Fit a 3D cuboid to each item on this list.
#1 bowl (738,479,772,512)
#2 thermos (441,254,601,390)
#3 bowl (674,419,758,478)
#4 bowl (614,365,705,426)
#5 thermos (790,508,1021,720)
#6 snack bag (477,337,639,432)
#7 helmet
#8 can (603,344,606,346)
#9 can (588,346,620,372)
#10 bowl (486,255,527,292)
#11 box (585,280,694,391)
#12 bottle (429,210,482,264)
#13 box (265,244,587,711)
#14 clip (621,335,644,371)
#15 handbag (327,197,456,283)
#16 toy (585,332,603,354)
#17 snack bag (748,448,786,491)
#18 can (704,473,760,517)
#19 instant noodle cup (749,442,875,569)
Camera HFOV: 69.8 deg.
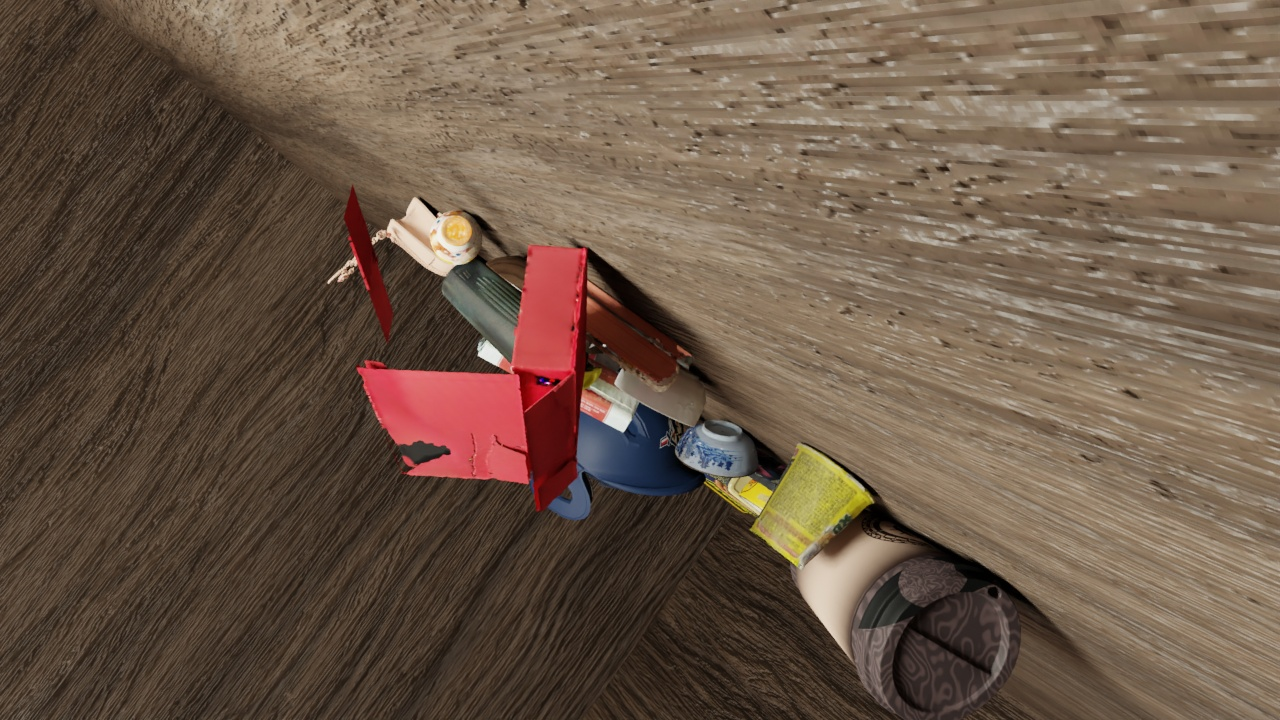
[{"bbox_3d":[0.212,0.209,1.363,0.117,0.067,0.117,37,174,4],"label":"bowl"},{"bbox_3d":[-0.154,-0.041,1.164,0.221,0.098,0.098,42,176,15],"label":"thermos"},{"bbox_3d":[0.104,0.109,1.213,0.114,0.045,0.114,8,-162,-3],"label":"bowl"},{"bbox_3d":[0.027,0.027,1.038,0.105,0.054,0.105,27,-176,-2],"label":"bowl"},{"bbox_3d":[0.271,0.259,0.999,0.172,0.172,0.226,39,180,-22],"label":"thermos"},{"bbox_3d":[-0.105,0.015,1.233,0.225,0.077,0.041,27,130,-2],"label":"snack bag"},{"bbox_3d":[-0.025,0.128,1.409,0.272,0.223,0.231,25,-165,17],"label":"helmet"},{"bbox_3d":[-0.057,-0.036,1.184,0.032,0.032,0.095,38,174,-13],"label":"can"},{"bbox_3d":[-0.067,-0.009,1.349,0.054,0.054,0.097,40,174,-28],"label":"can"},{"bbox_3d":[-0.127,-0.094,1.102,0.119,0.032,0.119,36,-178,-2],"label":"bowl"},{"bbox_3d":[-0.033,-0.037,0.950,0.187,0.054,0.078,37,-154,11],"label":"box"},{"bbox_3d":[-0.222,-0.150,1.106,0.063,0.063,0.109,38,174,-11],"label":"bottle"},{"bbox_3d":[-0.137,0.106,0.787,0.107,0.408,0.212,25,152,10],"label":"box"},{"bbox_3d":[0.000,-0.015,0.987,0.045,0.054,0.049,-120,11,-47],"label":"clip"},{"bbox_3d":[-0.354,-0.137,1.369,0.116,0.187,0.199,45,168,-13],"label":"handbag"},{"bbox_3d":[-0.056,-0.043,1.032,0.100,0.062,0.076,-16,-91,-89],"label":"toy"},{"bbox_3d":[0.155,0.141,1.253,0.074,0.018,0.155,2,-162,-39],"label":"snack bag"},{"bbox_3d":[0.177,0.206,1.519,0.135,0.075,0.104,39,171,-24],"label":"can"},{"bbox_3d":[0.176,0.158,0.970,0.102,0.108,0.102,39,175,3],"label":"instant noodle cup"}]
